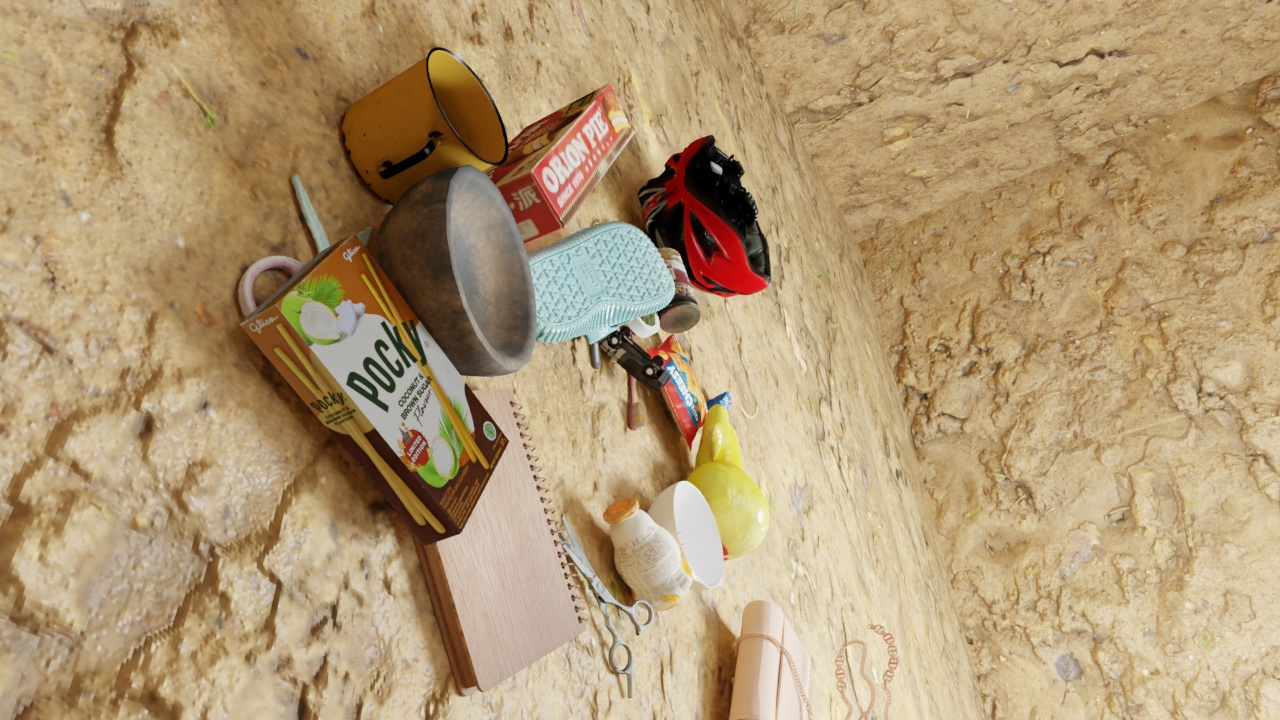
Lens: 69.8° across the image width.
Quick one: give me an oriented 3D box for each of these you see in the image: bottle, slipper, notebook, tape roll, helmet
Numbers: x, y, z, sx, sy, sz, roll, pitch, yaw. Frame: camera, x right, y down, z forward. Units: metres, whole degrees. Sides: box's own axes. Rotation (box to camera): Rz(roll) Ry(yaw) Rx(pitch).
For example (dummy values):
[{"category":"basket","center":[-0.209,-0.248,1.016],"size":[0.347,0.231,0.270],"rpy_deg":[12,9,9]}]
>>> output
[{"category":"bottle","center":[0.039,-0.092,1.198],"size":[0.056,0.056,0.105],"rpy_deg":[42,25,-49]},{"category":"slipper","center":[-0.060,-0.077,0.961],"size":[0.275,0.070,0.116],"rpy_deg":[-27,94,-53]},{"category":"bottle","center":[0.004,0.182,0.868],"size":[0.109,0.063,0.063],"rpy_deg":[62,22,-16]},{"category":"notebook","center":[-0.113,0.126,0.703],"size":[0.169,0.022,0.210],"rpy_deg":[-1,71,-66]},{"category":"tape roll","center":[-0.008,-0.073,1.128],"size":[0.094,0.018,0.093],"rpy_deg":[50,23,-31]},{"category":"helmet","center":[0.105,-0.194,1.317],"size":[0.271,0.167,0.217],"rpy_deg":[29,44,-58]}]

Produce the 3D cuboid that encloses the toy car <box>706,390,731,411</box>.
[{"category":"toy car","center":[0.114,0.084,1.256],"size":[0.062,0.033,0.091],"rpy_deg":[59,22,-5]}]

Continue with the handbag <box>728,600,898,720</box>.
[{"category":"handbag","center":[0.192,0.339,0.999],"size":[0.198,0.187,0.117],"rpy_deg":[-72,143,-52]}]

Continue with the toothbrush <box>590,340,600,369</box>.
[{"category":"toothbrush","center":[-0.056,-0.064,1.028],"size":[0.013,0.013,0.167],"rpy_deg":[38,39,-52]}]

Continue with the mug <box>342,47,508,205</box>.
[{"category":"mug","center":[-0.176,-0.177,0.733],"size":[0.100,0.094,0.123],"rpy_deg":[55,24,-27]}]

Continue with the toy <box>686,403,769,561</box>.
[{"category":"toy","center":[0.100,0.150,1.088],"size":[0.134,0.092,0.207],"rpy_deg":[63,15,-50]}]

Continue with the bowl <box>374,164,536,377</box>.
[{"category":"bowl","center":[-0.143,-0.063,0.707],"size":[0.162,0.070,0.162],"rpy_deg":[-11,89,-76]}]

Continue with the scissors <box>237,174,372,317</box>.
[{"category":"scissors","center":[-0.217,-0.050,0.630],"size":[0.170,0.013,0.174],"rpy_deg":[69,21,0]}]

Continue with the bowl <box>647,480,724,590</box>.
[{"category":"bowl","center":[0.040,0.189,0.964],"size":[0.115,0.051,0.114],"rpy_deg":[50,28,-40]}]

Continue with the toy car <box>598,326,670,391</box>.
[{"category":"toy car","center":[-0.009,-0.001,1.030],"size":[0.092,0.037,0.040],"rpy_deg":[41,25,0]}]

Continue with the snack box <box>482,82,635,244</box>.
[{"category":"snack box","center":[-0.093,-0.182,0.877],"size":[0.060,0.113,0.235],"rpy_deg":[59,31,-23]}]

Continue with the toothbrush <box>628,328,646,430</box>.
[{"category":"toothbrush","center":[-0.006,0.006,1.077],"size":[0.015,0.016,0.184],"rpy_deg":[46,29,-39]}]

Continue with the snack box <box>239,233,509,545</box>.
[{"category":"snack box","center":[-0.166,0.019,0.609],"size":[0.186,0.032,0.100],"rpy_deg":[57,27,-22]}]

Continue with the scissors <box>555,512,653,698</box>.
[{"category":"scissors","center":[-0.038,0.215,0.805],"size":[0.159,0.014,0.120],"rpy_deg":[40,50,-29]}]

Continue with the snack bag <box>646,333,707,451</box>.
[{"category":"snack bag","center":[0.048,0.036,1.142],"size":[0.131,0.039,0.143],"rpy_deg":[67,17,-3]}]
